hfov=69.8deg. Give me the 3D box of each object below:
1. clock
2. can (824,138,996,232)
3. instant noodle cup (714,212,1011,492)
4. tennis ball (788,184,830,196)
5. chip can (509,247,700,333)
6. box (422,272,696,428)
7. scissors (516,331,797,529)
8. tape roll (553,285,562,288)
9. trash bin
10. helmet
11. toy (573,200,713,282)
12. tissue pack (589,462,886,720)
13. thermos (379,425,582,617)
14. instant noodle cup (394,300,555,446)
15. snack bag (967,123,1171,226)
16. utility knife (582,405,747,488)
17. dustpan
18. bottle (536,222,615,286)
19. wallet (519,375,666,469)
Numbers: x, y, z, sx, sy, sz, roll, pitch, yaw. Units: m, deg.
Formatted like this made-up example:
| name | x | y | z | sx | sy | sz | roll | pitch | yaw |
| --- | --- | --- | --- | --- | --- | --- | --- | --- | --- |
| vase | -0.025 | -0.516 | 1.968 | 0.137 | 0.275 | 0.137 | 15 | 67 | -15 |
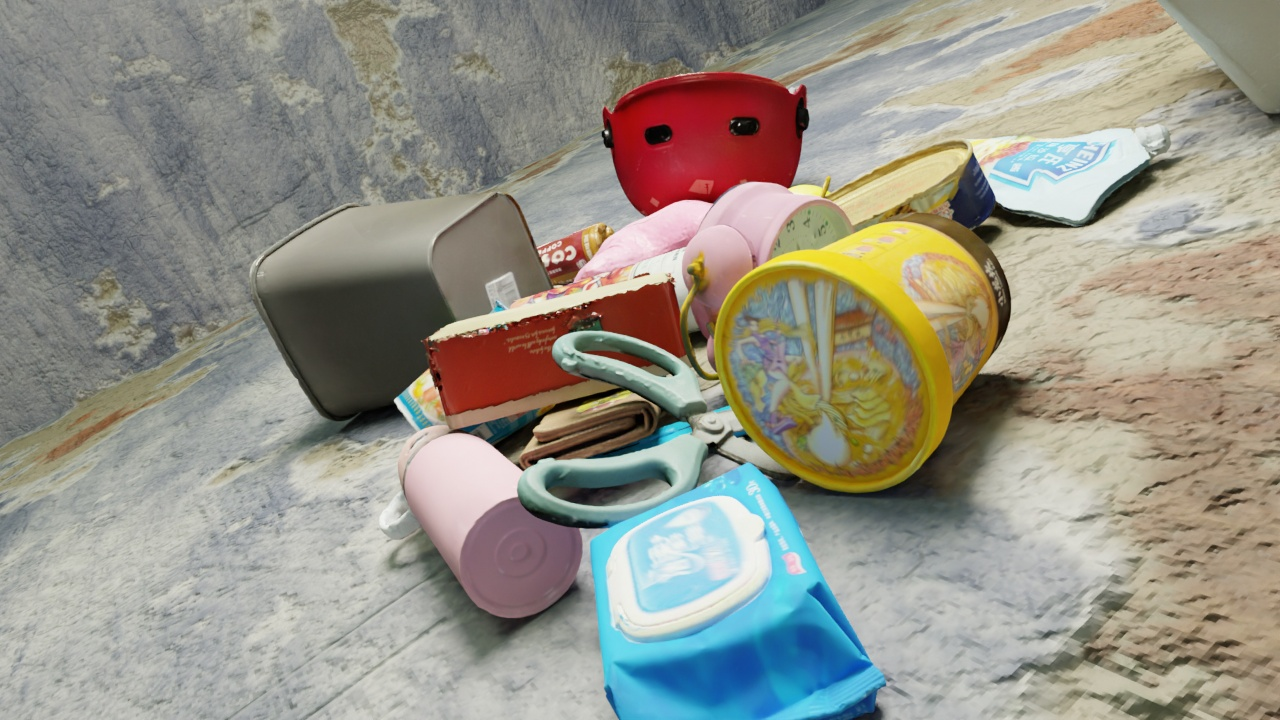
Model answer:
| name | x | y | z | sx | sy | sz | roll | pitch | yaw |
| --- | --- | --- | --- | --- | --- | --- | --- | --- | --- |
| clock | 0.079 | -0.047 | 0.593 | 0.158 | 0.117 | 0.060 | -36 | 32 | -30 |
| can | 0.180 | -0.105 | 0.674 | 0.148 | 0.049 | 0.074 | -24 | 27 | 27 |
| instant noodle cup | 0.116 | -0.013 | 0.458 | 0.119 | 0.118 | 0.114 | -5 | 21 | 47 |
| tennis ball | 0.136 | -0.112 | 0.758 | 0.065 | 0.065 | 0.065 | -23 | 19 | 8 |
| chip can | -0.014 | -0.042 | 0.763 | 0.215 | 0.071 | 0.071 | -14 | 22 | 33 |
| box | -0.054 | -0.017 | 0.614 | 0.168 | 0.077 | 0.091 | -14 | 9 | 1 |
| scissors | -0.006 | 0.038 | 0.489 | 0.170 | 0.019 | 0.178 | 28 | 37 | 27 |
| tape roll | -0.121 | -0.058 | 1.029 | 0.086 | 0.014 | 0.085 | -24 | 19 | 8 |
| trash bin | -0.224 | -0.061 | 0.926 | 0.220 | 0.199 | 0.198 | -5 | 29 | 30 |
| helmet | 0.068 | -0.202 | 0.930 | 0.207 | 0.144 | 0.239 | -5 | 6 | 7 |
| toy | 0.021 | -0.102 | 0.867 | 0.195 | 0.074 | 0.178 | -20 | 3 | 13 |
| tissue pack | 0.028 | 0.098 | 0.364 | 0.095 | 0.052 | 0.157 | -26 | 19 | 2 |
| thermos | -0.107 | 0.091 | 0.543 | 0.087 | 0.067 | 0.199 | -45 | 24 | -14 |
| instant noodle cup | -0.123 | 0.026 | 0.705 | 0.109 | 0.099 | 0.099 | -38 | 21 | -11 |
| snack bag | 0.287 | -0.142 | 0.687 | 0.110 | 0.039 | 0.191 | -29 | 21 | -17 |
| utility knife | 0.041 | 0.041 | 0.551 | 0.179 | 0.018 | 0.034 | -21 | 19 | 15 |
| dustpan | 0.439 | -0.285 | 0.632 | 0.143 | 0.258 | 0.222 | -42 | 7 | 36 |
| bottle | -0.109 | -0.109 | 1.079 | 0.175 | 0.057 | 0.057 | -16 | 21 | 27 |
| wallet | -0.027 | 0.037 | 0.591 | 0.090 | 0.033 | 0.115 | -19 | 8 | 8 |
